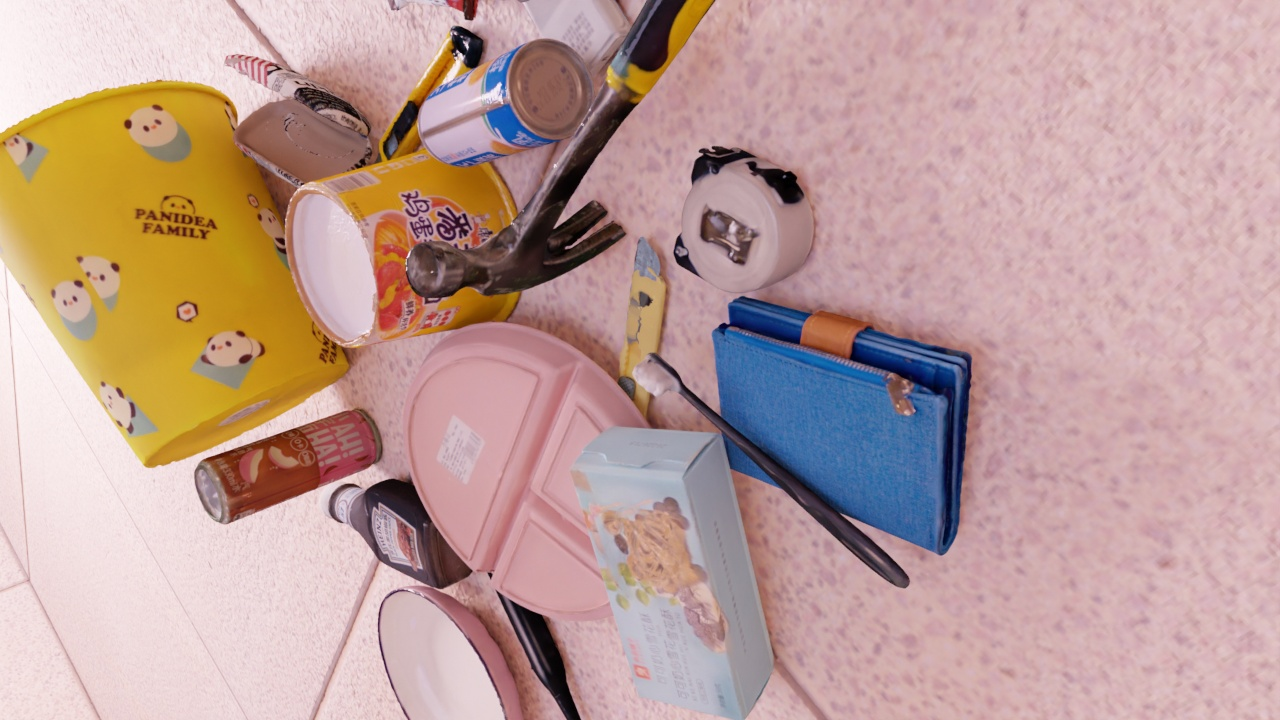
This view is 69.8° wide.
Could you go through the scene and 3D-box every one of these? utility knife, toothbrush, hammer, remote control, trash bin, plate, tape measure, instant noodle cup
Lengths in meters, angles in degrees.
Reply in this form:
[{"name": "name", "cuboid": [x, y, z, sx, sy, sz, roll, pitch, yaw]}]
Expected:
[{"name": "utility knife", "cuboid": [-0.164, -0.165, 0.652, 0.210, 0.015, 0.033, -35, 78, 47]}, {"name": "toothbrush", "cuboid": [0.064, 0.055, 0.474, 0.181, 0.018, 0.016, 40, 139, 20]}, {"name": "hammer", "cuboid": [0.004, -0.150, 0.442, 0.032, 0.125, 0.324, 52, 124, 19]}, {"name": "remote control", "cuboid": [-0.051, -0.216, 0.515, 0.049, 0.024, 0.125, -39, 79, 46]}, {"name": "trash bin", "cuboid": [-0.394, -0.063, 0.782, 0.230, 0.228, 0.255, -28, 91, 47]}, {"name": "plate", "cuboid": [-0.078, 0.084, 0.628, 0.230, 0.028, 0.230, 16, 122, 28]}, {"name": "tape measure", "cuboid": [0.053, -0.068, 0.465, 0.066, 0.033, 0.066, 32, 128, 32]}, {"name": "toothbrush", "cuboid": [-0.075, 0.236, 0.718, 0.026, 0.027, 0.212, 95, 150, -87]}, {"name": "utility knife", "cuboid": [-0.003, 0.003, 0.567, 0.031, 0.018, 0.168, 26, 119, 28]}, {"name": "instant noodle cup", "cuboid": [-0.163, -0.073, 0.620, 0.138, 0.109, 0.138, 20, 120, 38]}, {"name": "plate", "cuboid": [-0.164, 0.284, 0.816, 0.193, 0.038, 0.193, 19, 119, 39]}]

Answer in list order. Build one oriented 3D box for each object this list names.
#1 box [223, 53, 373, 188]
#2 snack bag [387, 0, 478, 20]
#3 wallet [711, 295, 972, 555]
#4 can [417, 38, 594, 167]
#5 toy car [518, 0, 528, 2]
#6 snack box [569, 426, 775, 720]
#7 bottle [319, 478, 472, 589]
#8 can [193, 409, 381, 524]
[{"name": "box", "cuboid": [-0.269, -0.177, 0.708, 0.163, 0.076, 0.088, 28, 102, 35]}, {"name": "snack bag", "cuboid": [-0.133, -0.243, 0.582, 0.105, 0.026, 0.045, 24, 125, 39]}, {"name": "wallet", "cuboid": [0.097, 0.029, 0.458, 0.133, 0.040, 0.106, 18, 127, 40]}, {"name": "can", "cuboid": [-0.083, -0.146, 0.537, 0.135, 0.053, 0.053, 6, 110, 56]}, {"name": "toy car", "cuboid": [-0.047, -0.261, 0.466, 0.071, 0.041, 0.156, 39, 119, 17]}, {"name": "snack box", "cuboid": [0.021, 0.124, 0.532, 0.074, 0.051, 0.175, 0, 116, 32]}, {"name": "bottle", "cuboid": [-0.224, 0.143, 0.816, 0.195, 0.043, 0.080, 9, 111, 43]}, {"name": "can", "cuboid": [-0.302, 0.089, 0.795, 0.058, 0.147, 0.058, 19, 118, 39]}]
